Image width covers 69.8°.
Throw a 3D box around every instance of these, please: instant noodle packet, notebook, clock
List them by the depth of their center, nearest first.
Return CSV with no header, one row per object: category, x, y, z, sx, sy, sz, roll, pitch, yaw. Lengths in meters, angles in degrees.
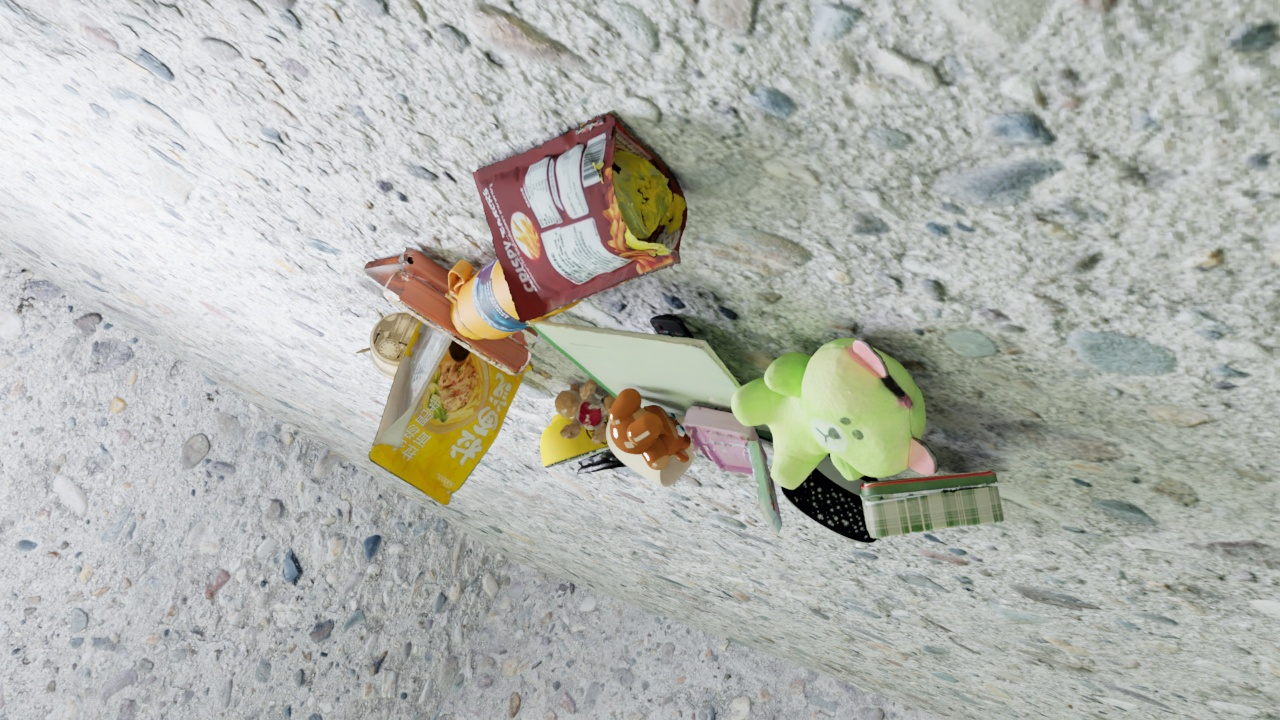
notebook,0.018,0.019,0.928,0.182,0.010,0.252,9,163,25
instant noodle packet,-0.245,0.058,1.171,0.084,0.221,0.163,9,156,31
clock,-0.307,-0.018,1.254,0.141,0.092,0.055,16,153,1

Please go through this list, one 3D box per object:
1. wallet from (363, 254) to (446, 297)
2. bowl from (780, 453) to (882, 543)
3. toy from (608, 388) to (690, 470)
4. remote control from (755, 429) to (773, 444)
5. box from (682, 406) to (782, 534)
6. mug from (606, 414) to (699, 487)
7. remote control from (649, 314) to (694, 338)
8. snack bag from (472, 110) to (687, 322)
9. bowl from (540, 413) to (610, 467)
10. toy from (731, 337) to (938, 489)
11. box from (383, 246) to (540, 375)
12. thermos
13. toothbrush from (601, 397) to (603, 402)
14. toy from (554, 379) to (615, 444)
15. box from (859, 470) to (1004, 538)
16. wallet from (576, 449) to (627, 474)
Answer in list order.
wallet,-0.279,-0.100,1.107,0.123,0.019,0.072,1,149,49
bowl,0.226,0.142,1.025,0.120,0.066,0.120,25,-166,-7
toy,0.019,0.076,1.000,0.127,0.065,0.095,18,-147,-51
remote control,0.095,0.054,1.035,0.143,0.024,0.050,20,156,0
box,0.119,0.114,1.023,0.146,0.077,0.201,43,176,21
mug,0.010,0.082,1.116,0.100,0.096,0.120,28,149,26
remote control,0.062,-0.001,0.950,0.041,0.020,0.152,8,153,42
snack bag,-0.063,-0.109,0.728,0.208,0.066,0.139,-12,106,47
bowl,-0.088,0.102,1.288,0.117,0.067,0.117,-17,173,-2
toy,0.179,0.044,0.820,0.197,0.107,0.150,-18,111,50
box,-0.200,-0.057,1.044,0.187,0.082,0.042,35,157,-21
thermos,-0.134,-0.075,0.929,0.233,0.076,0.091,-15,100,61
toothbrush,-0.020,0.093,1.294,0.013,0.012,0.167,6,154,25
toy,-0.078,0.057,1.208,0.074,0.085,0.106,12,-171,-28
box,0.268,0.133,0.866,0.118,0.051,0.205,-11,171,13
wallet,-0.024,0.136,1.291,0.114,0.026,0.089,-3,167,-45
